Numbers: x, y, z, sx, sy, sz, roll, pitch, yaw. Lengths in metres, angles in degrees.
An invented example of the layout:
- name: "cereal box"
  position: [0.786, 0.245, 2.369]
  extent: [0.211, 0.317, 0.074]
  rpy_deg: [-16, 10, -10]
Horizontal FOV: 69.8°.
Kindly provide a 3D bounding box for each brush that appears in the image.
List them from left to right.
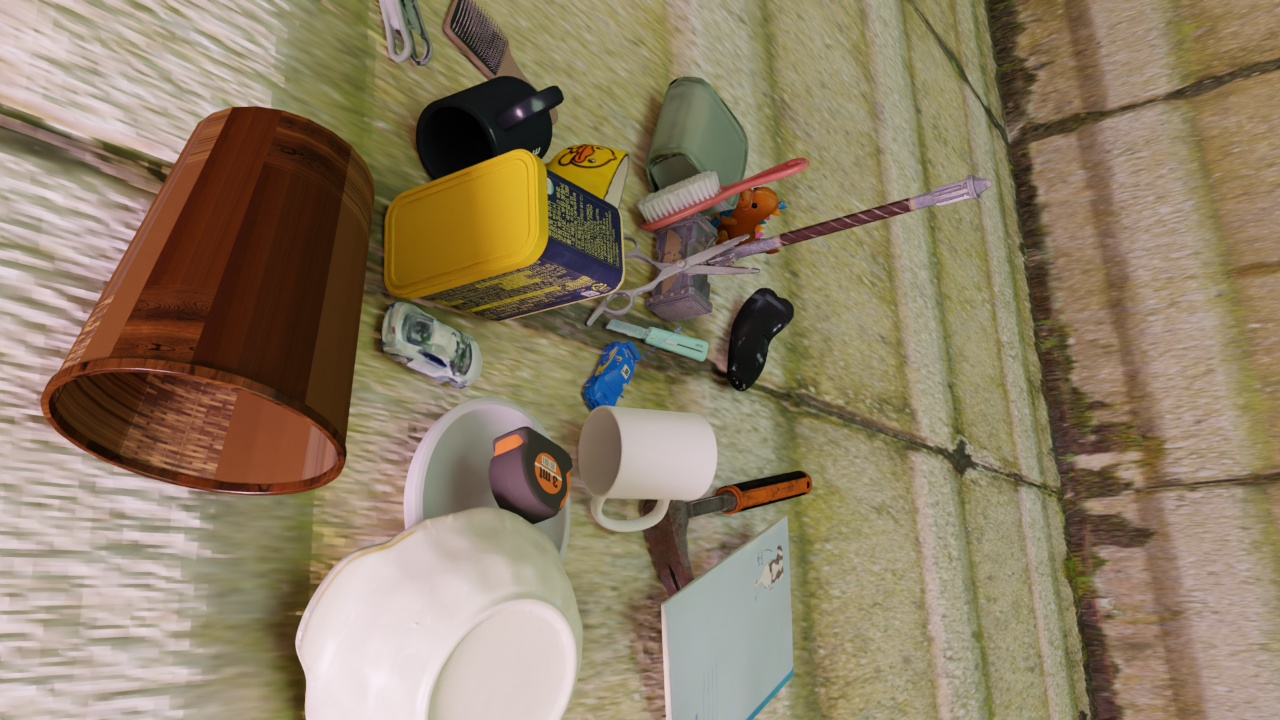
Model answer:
- name: "brush"
  position: [-0.109, -0.248, 0.770]
  extent: [0.135, 0.015, 0.049]
  rpy_deg: [41, 47, -42]
- name: "brush"
  position: [0.077, -0.170, 0.886]
  extent: [0.041, 0.172, 0.030]
  rpy_deg: [-90, 158, -64]

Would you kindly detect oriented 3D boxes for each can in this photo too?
- name: "can"
  position: [-0.092, -0.079, 0.636]
  extent: [0.104, 0.135, 0.075]
  rpy_deg: [18, 65, -55]

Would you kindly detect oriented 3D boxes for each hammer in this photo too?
- name: "hammer"
  position: [0.103, 0.153, 0.937]
  extent: [0.313, 0.035, 0.137]
  rpy_deg: [1, 80, -56]
- name: "hammer"
  position: [0.151, -0.115, 0.832]
  extent: [0.044, 0.323, 0.098]
  rpy_deg: [34, 53, -46]

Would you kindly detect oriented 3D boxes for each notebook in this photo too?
- name: "notebook"
  position: [0.090, 0.270, 0.870]
  extent: [0.252, 0.009, 0.181]
  rpy_deg: [-16, 106, -56]

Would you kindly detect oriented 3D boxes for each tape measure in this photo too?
- name: "tape measure"
  position: [-0.076, 0.081, 0.616]
  extent: [0.058, 0.038, 0.058]
  rpy_deg: [39, 37, -44]

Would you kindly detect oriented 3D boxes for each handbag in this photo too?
- name: "handbag"
  position: [0.055, -0.218, 0.955]
  extent: [0.106, 0.067, 0.121]
  rpy_deg: [47, 44, -39]

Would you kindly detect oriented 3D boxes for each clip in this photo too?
- name: "clip"
  position: [-0.175, -0.253, 0.670]
  extent: [0.042, 0.023, 0.076]
  rpy_deg: [-16, 91, -54]

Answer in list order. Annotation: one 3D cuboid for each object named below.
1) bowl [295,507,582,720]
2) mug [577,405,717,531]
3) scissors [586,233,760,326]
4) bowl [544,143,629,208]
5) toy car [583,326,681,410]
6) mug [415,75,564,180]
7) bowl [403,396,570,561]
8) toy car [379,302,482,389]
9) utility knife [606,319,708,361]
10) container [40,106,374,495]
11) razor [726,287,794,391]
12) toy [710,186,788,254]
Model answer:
- name: "bowl"
  position: [-0.098, 0.188, 0.552]
  extent: [0.219, 0.060, 0.188]
  rpy_deg: [43, 69, -41]
- name: "mug"
  position: [0.000, 0.094, 0.761]
  extent: [0.090, 0.074, 0.111]
  rpy_deg: [7, 112, -31]
- name: "scissors"
  position: [0.025, -0.073, 0.824]
  extent: [0.157, 0.142, 0.014]
  rpy_deg: [-56, 155, -27]
- name: "bowl"
  position: [-0.059, -0.121, 0.739]
  extent: [0.117, 0.067, 0.117]
  rpy_deg: [27, 83, -88]
- name: "toy car"
  position: [-0.005, 0.005, 0.800]
  extent: [0.033, 0.062, 0.091]
  rpy_deg: [57, 39, -28]
- name: "mug"
  position: [-0.102, -0.172, 0.675]
  extent: [0.071, 0.105, 0.077]
  rpy_deg: [61, 36, -14]
- name: "bowl"
  position: [-0.111, 0.102, 0.630]
  extent: [0.149, 0.043, 0.149]
  rpy_deg: [22, 63, -51]
- name: "toy car"
  position: [-0.141, -0.010, 0.636]
  extent: [0.089, 0.027, 0.038]
  rpy_deg: [31, 53, -48]
- name: "utility knife"
  position: [0.017, -0.022, 0.887]
  extent: [0.165, 0.015, 0.022]
  rpy_deg: [14, 100, -52]
- name: "container"
  position: [-0.203, -0.034, 0.472]
  extent: [0.132, 0.132, 0.167]
  rpy_deg: [38, 44, -44]
- name: "razor"
  position: [0.130, -0.023, 1.005]
  extent: [0.053, 0.064, 0.140]
  rpy_deg: [55, 39, -28]
- name: "toy"
  position: [0.130, -0.153, 1.016]
  extent: [0.103, 0.090, 0.070]
  rpy_deg: [25, 57, -26]
